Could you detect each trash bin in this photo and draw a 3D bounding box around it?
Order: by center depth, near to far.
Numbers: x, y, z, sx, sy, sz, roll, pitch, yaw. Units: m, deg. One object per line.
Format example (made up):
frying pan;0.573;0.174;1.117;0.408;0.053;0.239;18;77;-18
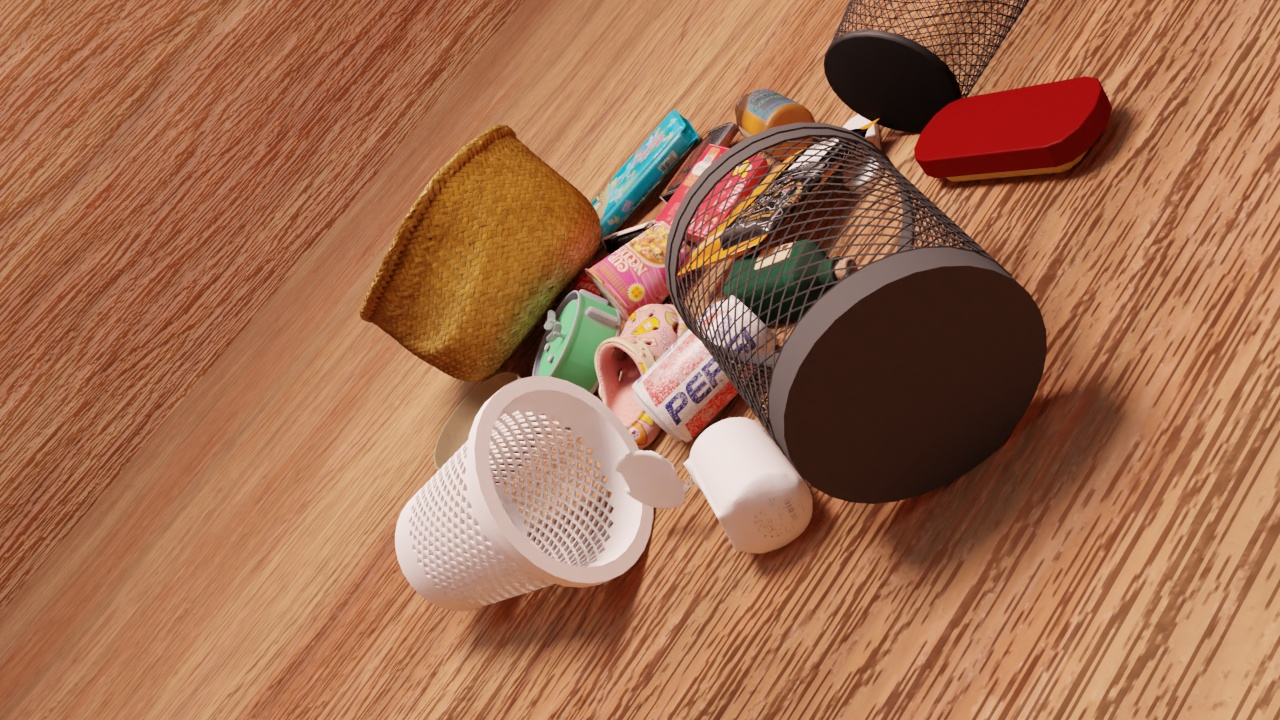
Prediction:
trash bin;0.154;-0.038;0.694;0.218;0.217;0.227;-41;34;11
trash bin;-0.126;0.146;0.875;0.200;0.195;0.195;-35;30;39
trash bin;0.298;-0.363;0.940;0.184;0.184;0.210;11;68;56

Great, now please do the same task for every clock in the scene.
clock;-0.088;0.001;1.075;0.162;0.075;0.122;-63;19;13

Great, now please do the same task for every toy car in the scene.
toy car;-0.002;-0.162;1.220;0.113;0.039;0.038;-11;24;45

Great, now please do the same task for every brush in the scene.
brush;0.332;-0.201;0.824;0.174;0.042;0.082;9;61;56

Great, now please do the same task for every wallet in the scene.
wallet;0.079;-0.261;1.220;0.123;0.019;0.072;-55;21;-16

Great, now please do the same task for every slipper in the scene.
slipper;-0.006;0.006;0.975;0.093;0.081;0.196;-20;41;37

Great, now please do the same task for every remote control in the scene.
remote control;0.242;-0.230;1.006;0.043;0.013;0.136;-27;35;31

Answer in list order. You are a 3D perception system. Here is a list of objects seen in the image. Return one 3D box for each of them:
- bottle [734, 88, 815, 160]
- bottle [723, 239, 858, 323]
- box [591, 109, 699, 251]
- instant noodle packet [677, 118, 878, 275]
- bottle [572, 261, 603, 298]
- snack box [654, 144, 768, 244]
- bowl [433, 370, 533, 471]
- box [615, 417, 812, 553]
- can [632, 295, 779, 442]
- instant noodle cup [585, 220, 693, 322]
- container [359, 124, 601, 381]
bottle;0.158;-0.302;1.148;0.068;0.068;0.157;-43;30;8
bottle;0.151;-0.078;0.890;0.131;0.061;0.061;-8;45;48
box;-0.008;-0.252;1.309;0.227;0.041;0.094;-46;25;18
instant noodle packet;0.146;-0.175;0.997;0.220;0.032;0.160;-46;15;-24
bottle;-0.072;-0.079;1.200;0.042;0.042;0.141;-24;37;35
snack box;0.088;-0.206;1.138;0.089;0.021;0.132;24;72;36
bowl;-0.184;0.088;1.134;0.153;0.050;0.152;-33;32;24
box;0.055;0.106;0.756;0.141;0.083;0.140;-31;30;3
can;0.062;0.008;0.884;0.136;0.078;0.078;-45;29;3
instant noodle cup;0.006;-0.106;1.090;0.108;0.098;0.097;-41;29;-3
container;-0.192;-0.128;1.196;0.307;0.196;0.306;-52;5;7
